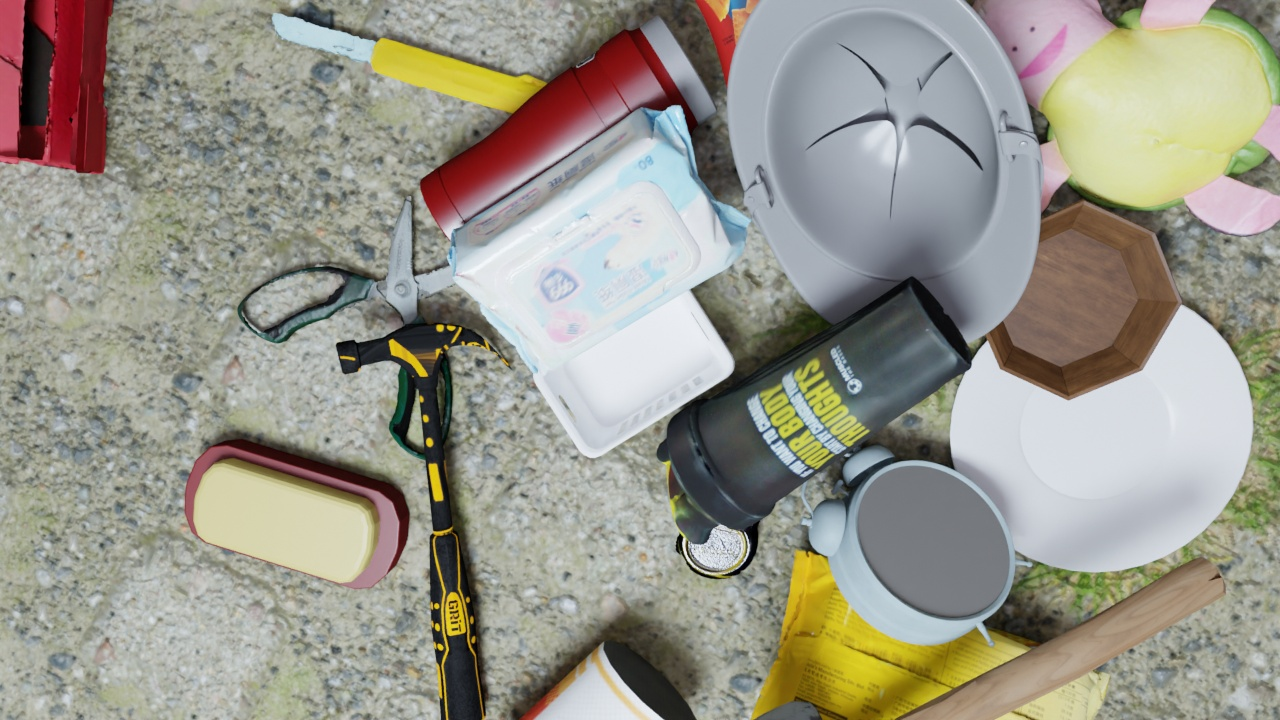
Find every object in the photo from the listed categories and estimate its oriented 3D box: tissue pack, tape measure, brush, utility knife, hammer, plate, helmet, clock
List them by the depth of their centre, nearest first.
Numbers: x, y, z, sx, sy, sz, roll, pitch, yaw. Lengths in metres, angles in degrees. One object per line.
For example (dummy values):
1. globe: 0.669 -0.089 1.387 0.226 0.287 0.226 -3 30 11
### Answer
1. hammer: 0.216 0.211 0.574 0.328 0.052 0.098 -27 88 0
2. tissue pack: -0.026 -0.076 0.598 0.182 0.070 0.112 -30 125 11
3. helmet: 0.169 -0.144 0.606 0.184 0.117 0.271 -6 125 33
4. plate: 0.295 -0.041 0.630 0.131 0.025 0.131 1 100 6
5. clock: 0.185 0.123 0.639 0.159 0.045 0.122 36 58 10
6. plate: 0.330 0.050 0.664 0.209 0.015 0.208 1 97 5
7. utility knife: -0.163 -0.216 0.670 0.225 0.019 0.030 17 93 -2
8. tape measure: 0.057 0.132 0.688 0.062 0.034 0.061 7 95 5
9. hammer: -0.147 0.130 0.697 0.123 0.036 0.321 -8 101 -19
10. brush: -0.269 0.121 0.710 0.173 0.041 0.082 16 98 2

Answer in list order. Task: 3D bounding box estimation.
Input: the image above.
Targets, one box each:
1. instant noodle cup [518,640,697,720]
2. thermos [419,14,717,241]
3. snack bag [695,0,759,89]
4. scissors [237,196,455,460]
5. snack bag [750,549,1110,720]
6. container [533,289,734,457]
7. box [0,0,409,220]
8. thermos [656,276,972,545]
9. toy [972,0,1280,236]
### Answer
1. instant noodle cup: -0.032 0.286 0.678 0.123 0.123 0.121 41 91 -1
2. thermos: -0.044 -0.139 0.637 0.199 0.084 0.108 -32 93 10
3. snack bag: 0.104 -0.247 0.633 0.131 0.039 0.144 -22 101 6
4. scissors: -0.216 -0.026 0.701 0.204 0.015 0.202 5 98 6
5. snack bag: 0.202 0.248 0.646 0.247 0.068 0.159 21 72 1
6. container: -0.004 0.004 0.669 0.129 0.049 0.081 -32 94 8
7. box: -0.332 -0.220 0.580 0.479 0.170 0.214 16 101 41
8. thermos: 0.108 0.033 0.618 0.221 0.098 0.098 -38 93 25
9. toy: 0.318 -0.169 0.597 0.238 0.087 0.191 33 137 10
